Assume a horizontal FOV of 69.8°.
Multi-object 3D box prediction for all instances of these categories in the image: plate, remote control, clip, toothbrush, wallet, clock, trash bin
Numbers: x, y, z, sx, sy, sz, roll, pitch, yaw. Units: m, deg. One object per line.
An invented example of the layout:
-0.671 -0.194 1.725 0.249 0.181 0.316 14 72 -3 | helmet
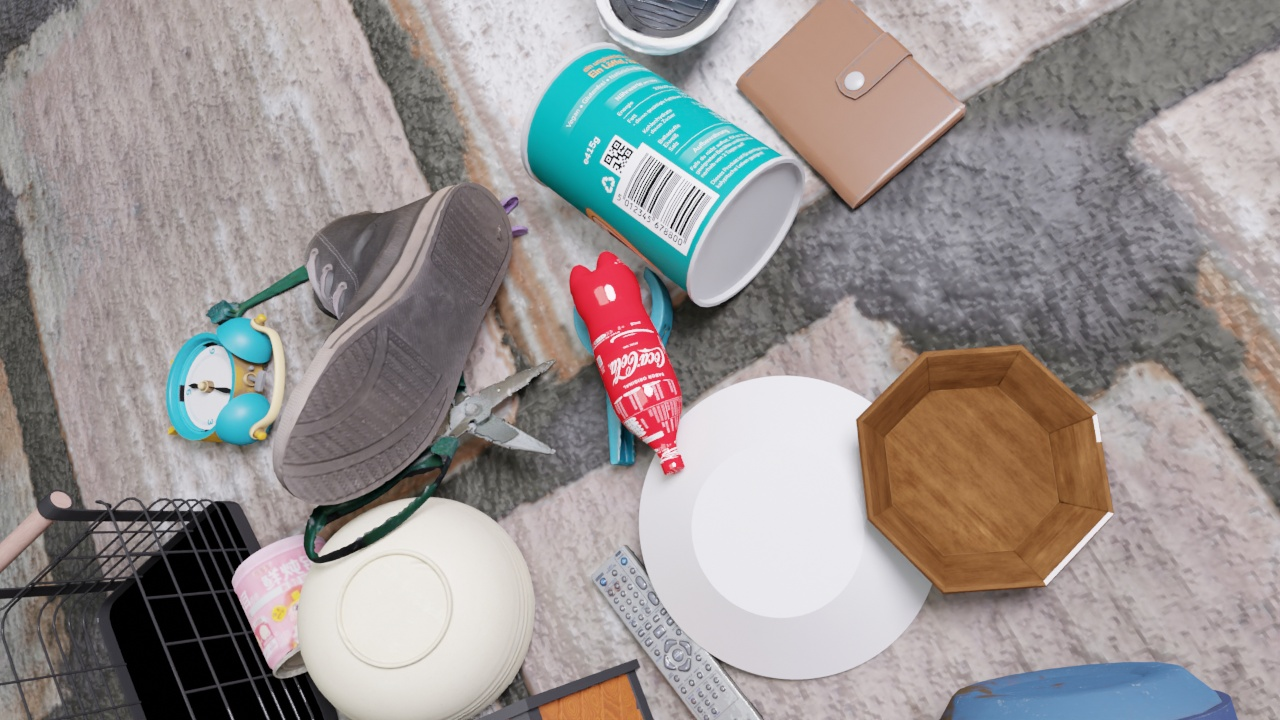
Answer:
0.177 0.056 0.482 0.131 0.025 0.131 0 79 2 | plate
0.021 0.173 0.553 0.033 0.013 0.136 -46 67 10 | remote control
-0.105 -0.096 0.653 0.050 0.013 0.029 -21 74 22 | clip
-0.265 -0.070 0.714 0.190 0.017 0.016 -24 72 18 | toothbrush
0.126 -0.163 0.565 0.087 0.013 0.121 -42 68 12 | wallet
0.012 -0.005 0.583 0.120 0.030 0.130 -33 70 10 | clip
-0.322 0.019 0.712 0.130 0.043 0.099 -10 77 28 | clock
-0.056 0.281 0.499 0.140 0.139 0.171 -28 71 16 | trash bin
0.079 0.094 0.516 0.174 0.036 0.174 -2 84 16 | plate
0.214 0.265 0.390 0.139 0.139 0.249 -15 74 20 | trash bin

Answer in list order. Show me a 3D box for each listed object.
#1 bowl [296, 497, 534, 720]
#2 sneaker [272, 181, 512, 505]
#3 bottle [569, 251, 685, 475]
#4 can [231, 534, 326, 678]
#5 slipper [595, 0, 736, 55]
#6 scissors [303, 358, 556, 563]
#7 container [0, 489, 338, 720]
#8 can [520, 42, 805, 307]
-0.143 0.153 0.563 0.151 0.075 0.150 0 73 0 | bowl
-0.182 -0.015 0.594 0.120 0.095 0.234 -3 57 34 | sneaker
-0.004 0.002 0.548 0.042 0.042 0.141 -28 69 17 | bottle
-0.236 0.168 0.635 0.067 0.067 0.076 -39 69 13 | can
0.041 -0.313 0.575 0.111 0.063 0.263 22 75 23 | slipper
-0.154 0.046 0.597 0.202 0.015 0.205 21 52 32 | scissors
-0.347 0.221 0.638 0.163 0.130 0.241 -40 69 12 | container
0.012 -0.114 0.558 0.144 0.099 0.099 40 97 24 | can
